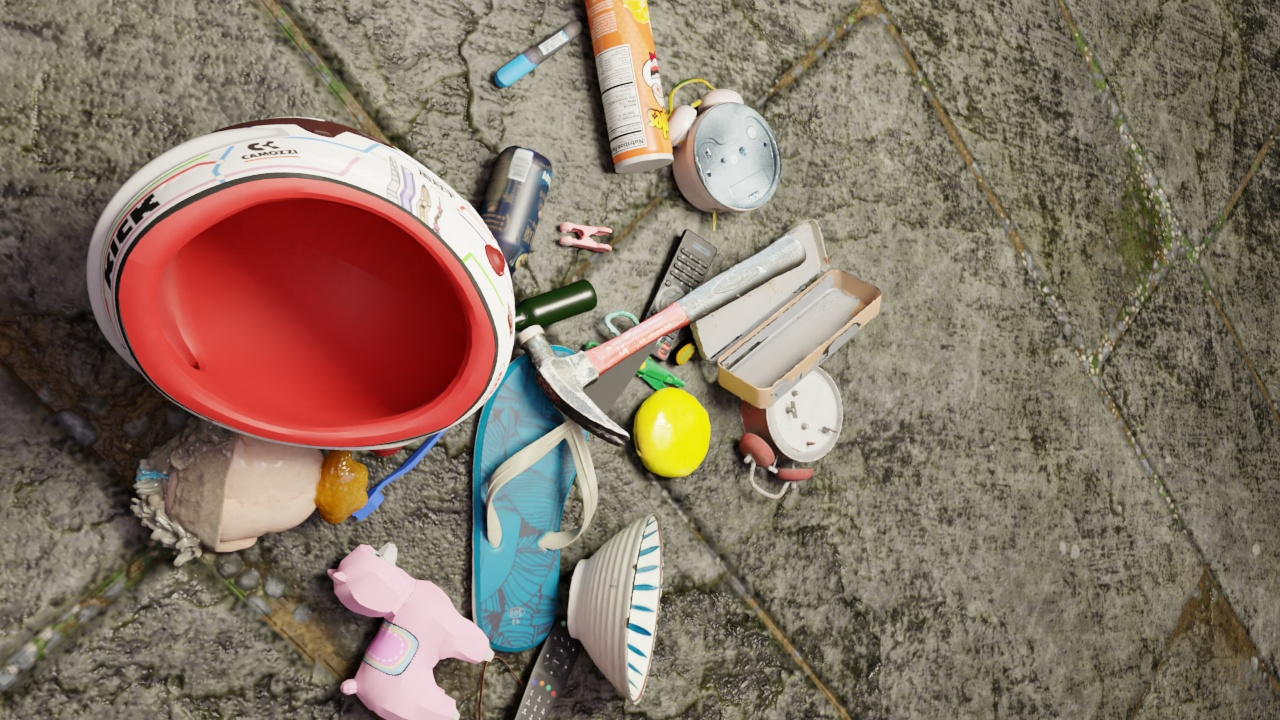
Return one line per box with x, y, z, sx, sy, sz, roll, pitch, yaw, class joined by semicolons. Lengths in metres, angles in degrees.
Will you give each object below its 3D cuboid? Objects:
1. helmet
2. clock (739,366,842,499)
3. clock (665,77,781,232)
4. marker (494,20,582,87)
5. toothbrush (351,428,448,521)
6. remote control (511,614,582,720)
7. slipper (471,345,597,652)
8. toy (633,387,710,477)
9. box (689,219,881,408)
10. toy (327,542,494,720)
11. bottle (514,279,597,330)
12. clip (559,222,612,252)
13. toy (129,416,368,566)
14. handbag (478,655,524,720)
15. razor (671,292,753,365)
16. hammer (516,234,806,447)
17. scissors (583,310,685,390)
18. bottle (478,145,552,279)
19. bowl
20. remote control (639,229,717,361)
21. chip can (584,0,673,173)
-0.244;-0.061;0.690;0.314;0.236;0.231;25;101;-42;helmet
0.167;0.077;1.024;0.110;0.062;0.156;30;72;-26;clock
0.082;-0.232;0.998;0.116;0.059;0.158;-35;104;-29;clock
-0.101;-0.309;0.923;0.122;0.015;0.018;-45;105;-28;marker
-0.190;0.075;0.837;0.186;0.017;0.011;-46;116;-22;toothbrush
-0.091;0.306;0.871;0.039;0.010;0.124;39;56;-19;remote control
-0.101;0.126;0.866;0.118;0.060;0.294;10;81;-25;slipper
0.034;0.076;0.958;0.094;0.041;0.095;-23;100;-31;toy
0.161;-0.059;1.004;0.216;0.121;0.094;-37;146;-28;box
-0.209;0.237;0.791;0.157;0.067;0.123;37;70;-19;toy
-0.101;-0.047;0.893;0.122;0.033;0.033;-22;98;-29;bottle
-0.056;-0.119;0.932;0.059;0.023;0.039;10;84;-24;clip
-0.307;0.095;0.736;0.175;0.076;0.133;10;109;-29;toy
-0.110;0.372;0.856;0.093;0.043;0.195;-12;89;-32;handbag
0.081;-0.044;1.005;0.143;0.021;0.044;-46;125;-26;razor
0.046;-0.039;0.920;0.325;0.036;0.140;-31;80;-24;hammer
0.004;-0.006;0.955;0.132;0.013;0.078;25;92;-28;scissors
-0.128;-0.122;0.868;0.056;0.056;0.160;22;76;-27;bottle
-0.027;0.231;0.876;0.071;0.177;0.177;3;83;10;bowl
0.036;-0.070;0.982;0.045;0.021;0.140;30;77;-24;remote control
-0.014;-0.304;0.945;0.062;0.062;0.210;-11;92;-31;chip can
